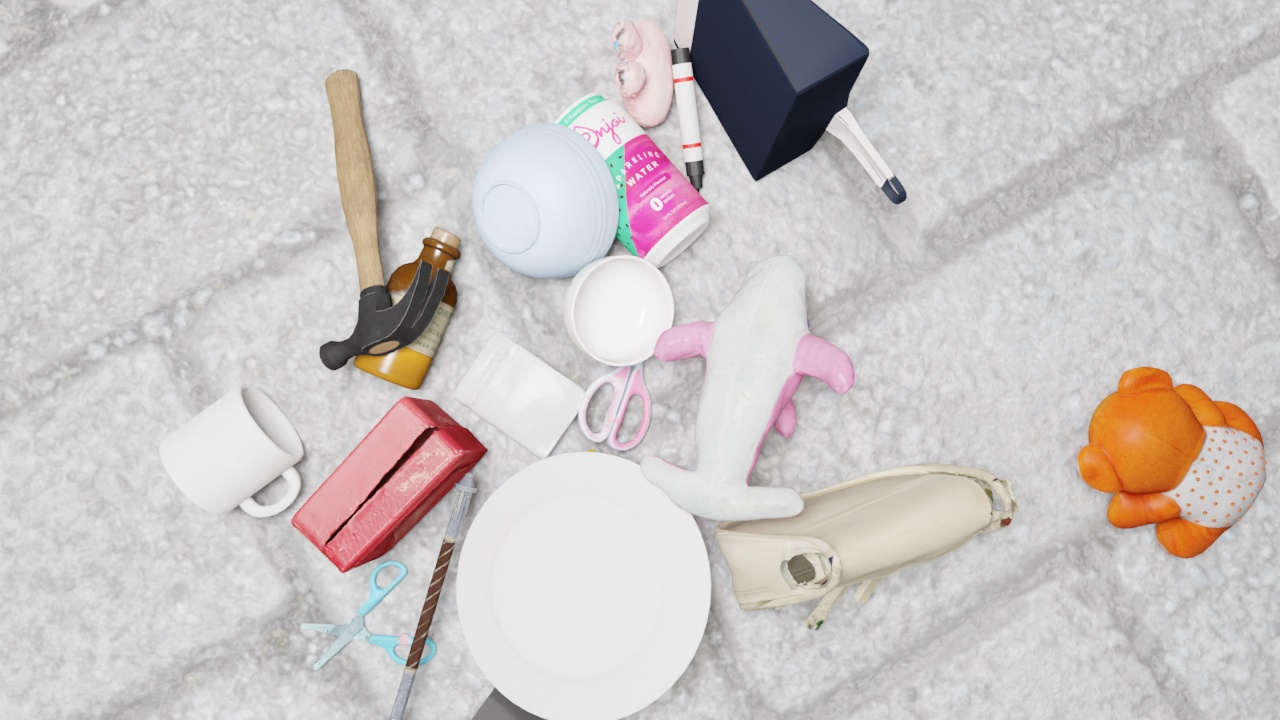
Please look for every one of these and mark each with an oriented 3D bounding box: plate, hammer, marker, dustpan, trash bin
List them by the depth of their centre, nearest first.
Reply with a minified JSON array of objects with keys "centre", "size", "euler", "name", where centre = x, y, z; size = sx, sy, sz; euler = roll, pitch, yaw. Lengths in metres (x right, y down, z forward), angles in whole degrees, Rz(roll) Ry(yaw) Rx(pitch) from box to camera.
[{"centre":[-0.076,0.402,0.800],"size":[0.220,0.192,0.097],"euler":[36,86,5],"name":"trash bin"},{"centre":[0.136,-0.243,0.826],"size":[0.080,0.236,0.273],"euler":[-29,86,-3],"name":"dustpan"},{"centre":[-0.057,0.203,0.833],"size":[0.243,0.016,0.242],"euler":[-3,77,13],"name":"plate"},{"centre":[-0.206,0.261,0.856],"size":[0.099,0.044,0.322],"euler":[13,85,46],"name":"hammer"},{"centre":[-0.266,-0.152,0.886],"size":[0.132,0.040,0.305],"euler":[-22,69,20],"name":"hammer"},{"centre":[0.049,-0.236,0.918],"size":[0.019,0.019,0.146],"euler":[-9,105,0],"name":"marker"}]

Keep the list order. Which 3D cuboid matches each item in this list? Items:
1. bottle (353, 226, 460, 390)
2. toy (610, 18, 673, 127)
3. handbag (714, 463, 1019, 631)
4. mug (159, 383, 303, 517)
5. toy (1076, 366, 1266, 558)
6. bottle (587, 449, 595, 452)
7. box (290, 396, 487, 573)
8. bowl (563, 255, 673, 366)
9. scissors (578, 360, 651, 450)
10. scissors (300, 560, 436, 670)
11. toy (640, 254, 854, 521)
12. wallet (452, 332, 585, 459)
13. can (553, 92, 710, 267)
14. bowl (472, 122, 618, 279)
[{"centre":[-0.219,-0.054,0.898],"size":[0.068,0.068,0.157],"euler":[22,86,2],"name":"bottle"},{"centre":[-0.001,-0.286,0.899],"size":[0.053,0.105,0.108],"euler":[-2,93,21],"name":"toy"},{"centre":[0.203,0.178,0.829],"size":[0.228,0.184,0.132],"euler":[-18,88,-18],"name":"handbag"},{"centre":[-0.380,0.096,0.880],"size":[0.090,0.091,0.121],"euler":[-36,103,-3],"name":"mug"},{"centre":[0.500,0.090,0.876],"size":[0.172,0.093,0.163],"euler":[28,89,-10],"name":"toy"},{"centre":[-0.083,0.149,0.888],"size":[0.051,0.051,0.146],"euler":[32,86,3],"name":"bottle"},{"centre":[-0.226,0.117,0.854],"size":[0.087,0.129,0.158],"euler":[42,87,2],"name":"box"},{"centre":[-0.026,-0.048,0.875],"size":[0.104,0.054,0.105],"euler":[-3,96,-25],"name":"bowl"},{"centre":[-0.009,0.003,0.911],"size":[0.076,0.017,0.174],"euler":[23,81,-20],"name":"scissors"},{"centre":[-0.265,0.250,0.902],"size":[0.136,0.015,0.126],"euler":[7,85,-5],"name":"scissors"},{"centre":[0.109,0.031,0.857],"size":[0.187,0.128,0.265],"euler":[9,67,26],"name":"toy"},{"centre":[-0.118,0.034,0.908],"size":[0.116,0.032,0.086],"euler":[39,88,-5],"name":"wallet"},{"centre":[-0.012,-0.174,0.896],"size":[0.088,0.088,0.166],"euler":[-41,86,-3],"name":"can"},{"centre":[-0.103,-0.142,0.862],"size":[0.151,0.074,0.151],"euler":[13,117,27],"name":"bowl"}]
